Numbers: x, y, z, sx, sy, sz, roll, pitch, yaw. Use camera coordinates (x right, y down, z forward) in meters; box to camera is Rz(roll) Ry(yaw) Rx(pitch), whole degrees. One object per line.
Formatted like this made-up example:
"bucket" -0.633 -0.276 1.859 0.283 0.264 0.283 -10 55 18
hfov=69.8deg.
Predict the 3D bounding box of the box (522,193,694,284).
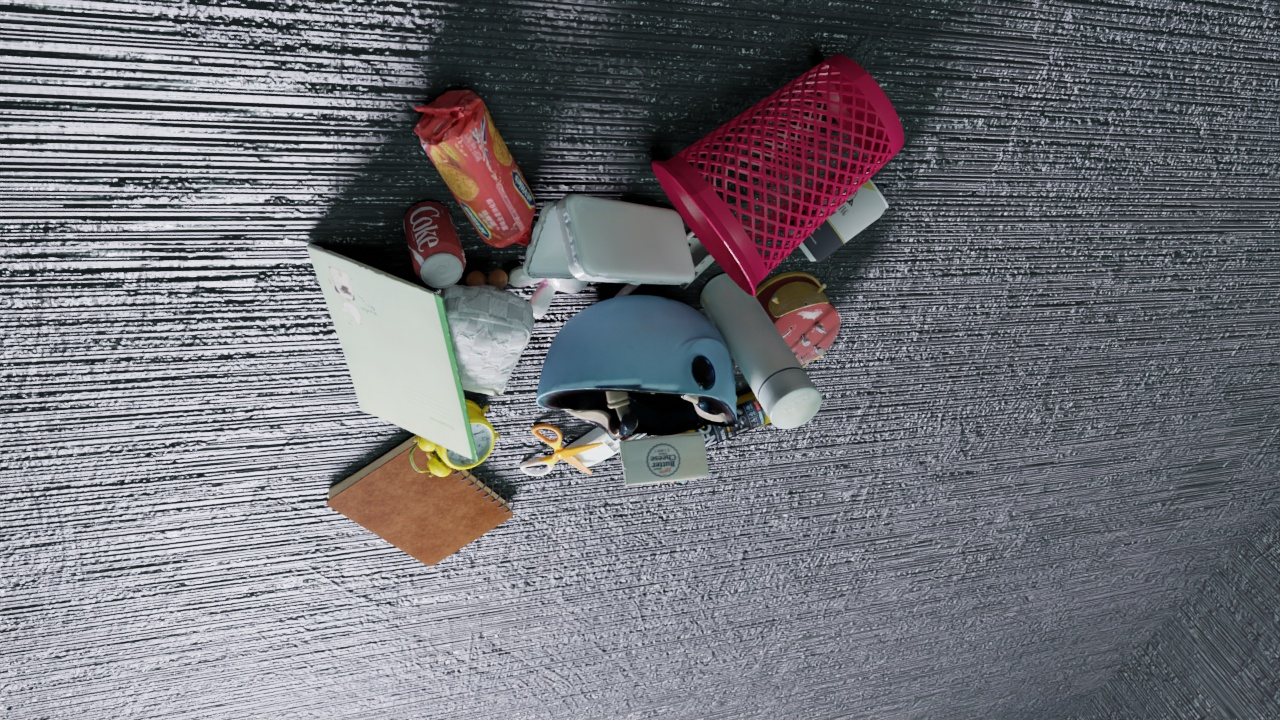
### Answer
"box" -0.042 -0.127 1.030 0.110 0.107 0.216 -14 172 37

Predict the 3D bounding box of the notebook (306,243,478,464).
"notebook" -0.269 -0.002 1.020 0.010 0.182 0.253 -51 152 -39

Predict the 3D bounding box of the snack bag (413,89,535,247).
"snack bag" -0.163 -0.194 0.934 0.082 0.082 0.176 -26 137 1

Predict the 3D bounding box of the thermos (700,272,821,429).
"thermos" 0.143 -0.017 1.124 0.068 0.230 0.068 -13 135 -14

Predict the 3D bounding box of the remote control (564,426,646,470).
"remote control" -0.040 0.111 1.311 0.143 0.024 0.049 -33 136 8

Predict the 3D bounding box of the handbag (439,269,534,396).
"handbag" -0.182 -0.037 1.028 0.112 0.123 0.172 13 150 -17

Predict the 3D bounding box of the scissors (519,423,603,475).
"scissors" -0.117 0.134 1.294 0.129 0.011 0.125 -36 124 22

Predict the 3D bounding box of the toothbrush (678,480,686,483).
"toothbrush" 0.030 0.158 1.392 0.021 0.017 0.135 -41 134 13

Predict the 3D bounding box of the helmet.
"helmet" -0.007 0.007 1.108 0.226 0.166 0.265 -11 167 35

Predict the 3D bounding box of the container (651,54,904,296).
"container" 0.157 -0.212 1.001 0.226 0.183 0.183 -38 135 2

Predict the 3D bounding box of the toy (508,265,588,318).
"toy" -0.089 -0.106 1.076 0.125 0.037 0.076 -30 132 -3

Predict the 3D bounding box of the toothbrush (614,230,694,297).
"toothbrush" 0.032 -0.132 1.121 0.181 0.015 0.018 -41 127 15

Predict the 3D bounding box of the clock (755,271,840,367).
"clock" 0.209 -0.036 1.241 0.117 0.081 0.159 -16 135 -10

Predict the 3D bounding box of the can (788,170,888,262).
"can" 0.248 -0.181 1.135 0.127 0.064 0.064 -37 135 12

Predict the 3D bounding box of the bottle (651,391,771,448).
"bottle" 0.099 0.099 1.340 0.186 0.053 0.053 -22 136 -4

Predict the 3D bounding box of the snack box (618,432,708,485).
"snack box" 0.026 0.131 1.205 0.104 0.057 0.208 -7 173 -2

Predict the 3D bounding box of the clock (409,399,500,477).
"clock" -0.241 0.101 1.174 0.118 0.057 0.083 -29 131 -20

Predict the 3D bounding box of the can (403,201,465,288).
"can" -0.216 -0.121 0.961 0.054 0.096 0.054 -13 135 -13

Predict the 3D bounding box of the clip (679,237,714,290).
"clip" 0.077 -0.126 1.138 0.102 0.038 0.054 -45 146 18

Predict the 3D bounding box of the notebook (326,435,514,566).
"notebook" -0.297 0.198 1.279 0.167 0.024 0.225 -32 136 8
